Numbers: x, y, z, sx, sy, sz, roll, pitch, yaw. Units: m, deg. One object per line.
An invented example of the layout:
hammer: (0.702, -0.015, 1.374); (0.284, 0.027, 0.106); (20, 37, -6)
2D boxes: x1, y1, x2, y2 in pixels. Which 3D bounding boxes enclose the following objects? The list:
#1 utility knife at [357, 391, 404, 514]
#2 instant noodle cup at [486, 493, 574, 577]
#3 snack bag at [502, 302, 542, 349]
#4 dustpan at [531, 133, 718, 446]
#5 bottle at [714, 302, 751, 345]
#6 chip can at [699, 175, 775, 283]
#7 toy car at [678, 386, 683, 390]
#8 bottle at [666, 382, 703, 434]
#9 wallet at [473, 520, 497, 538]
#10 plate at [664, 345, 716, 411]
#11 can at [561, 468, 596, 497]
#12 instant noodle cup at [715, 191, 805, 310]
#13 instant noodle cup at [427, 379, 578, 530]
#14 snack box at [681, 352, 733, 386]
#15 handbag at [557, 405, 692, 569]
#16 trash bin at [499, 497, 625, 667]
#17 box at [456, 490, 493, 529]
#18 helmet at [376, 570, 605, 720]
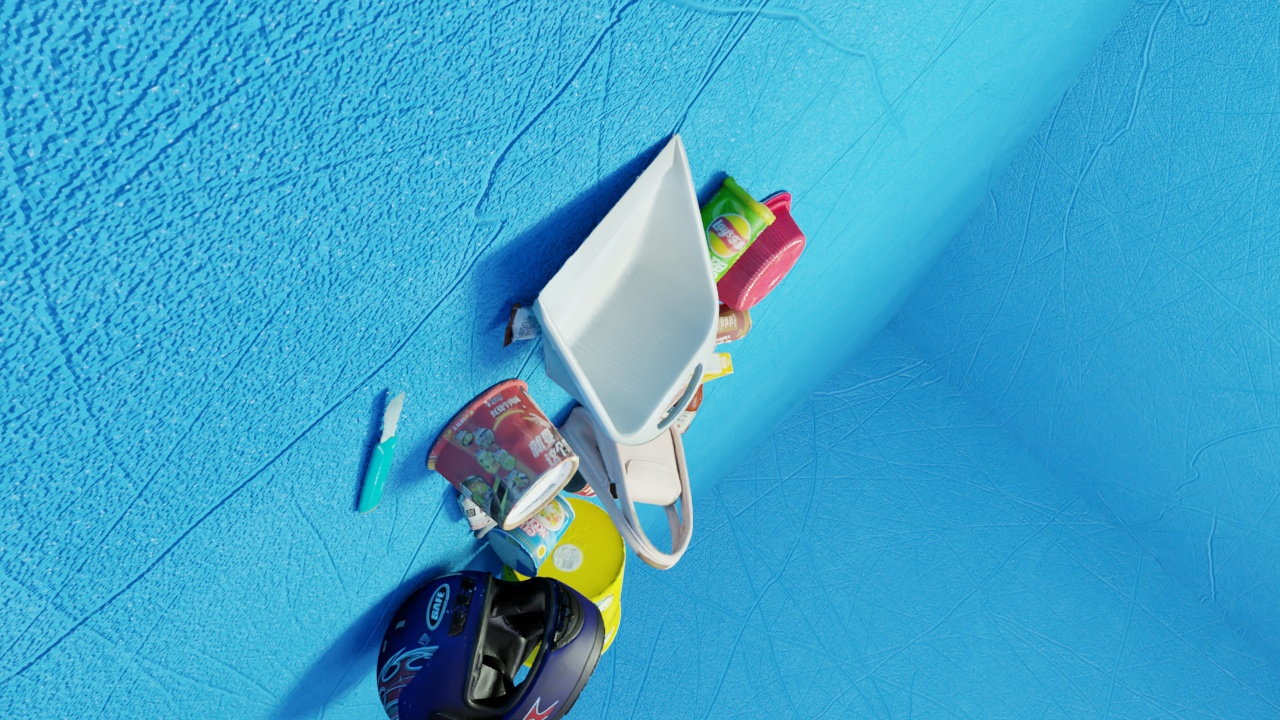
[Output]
utility knife: (-0.239, 0.090, 0.846); (0.029, 0.013, 0.219); (-32, 162, -39)
instant noodle cup: (-0.159, 0.253, 1.381); (0.109, 0.099, 0.099); (-47, 169, -35)
snack bag: (-0.098, -0.038, 0.866); (0.104, 0.026, 0.048); (-18, 132, -60)
dustpan: (0.011, -0.037, 0.887); (0.222, 0.142, 0.258); (-53, 174, -25)
bottle: (0.082, -0.042, 1.276); (0.174, 0.057, 0.058); (-17, 149, -44)
chip can: (0.051, -0.100, 1.028); (0.221, 0.072, 0.072); (-48, 166, 9)
toy car: (0.034, 0.034, 1.316); (0.090, 0.034, 0.043); (-29, 158, -38)
bottle: (0.082, 0.054, 1.568); (0.059, 0.060, 0.207); (-35, 160, -36)
wallet: (-0.180, 0.196, 1.302); (0.120, 0.019, 0.097); (-32, 163, -47)
plate: (0.031, 0.028, 1.394); (0.229, 0.028, 0.230); (-41, 162, -17)
can: (-0.092, 0.187, 1.448); (0.053, 0.053, 0.133); (-45, 166, -2)
instant noodle cup: (0.159, -0.136, 1.252); (0.193, 0.066, 0.194); (-43, 166, -14)
instant noodle cup: (-0.138, 0.104, 0.977); (0.137, 0.108, 0.138); (-43, 165, -14)
snack box: (0.046, 0.014, 1.246); (0.140, 0.033, 0.087); (-4, 169, -40)
handbag: (-0.001, 0.169, 1.243); (0.094, 0.234, 0.193); (-33, 153, 24)
trash bin: (-0.130, 0.366, 1.525); (0.229, 0.229, 0.256); (-37, 158, -30)
box: (-0.197, 0.171, 1.150); (0.068, 0.051, 0.164); (-51, 170, -24)
helmet: (-0.229, 0.407, 1.274); (0.316, 0.240, 0.246); (-46, -154, 31)
